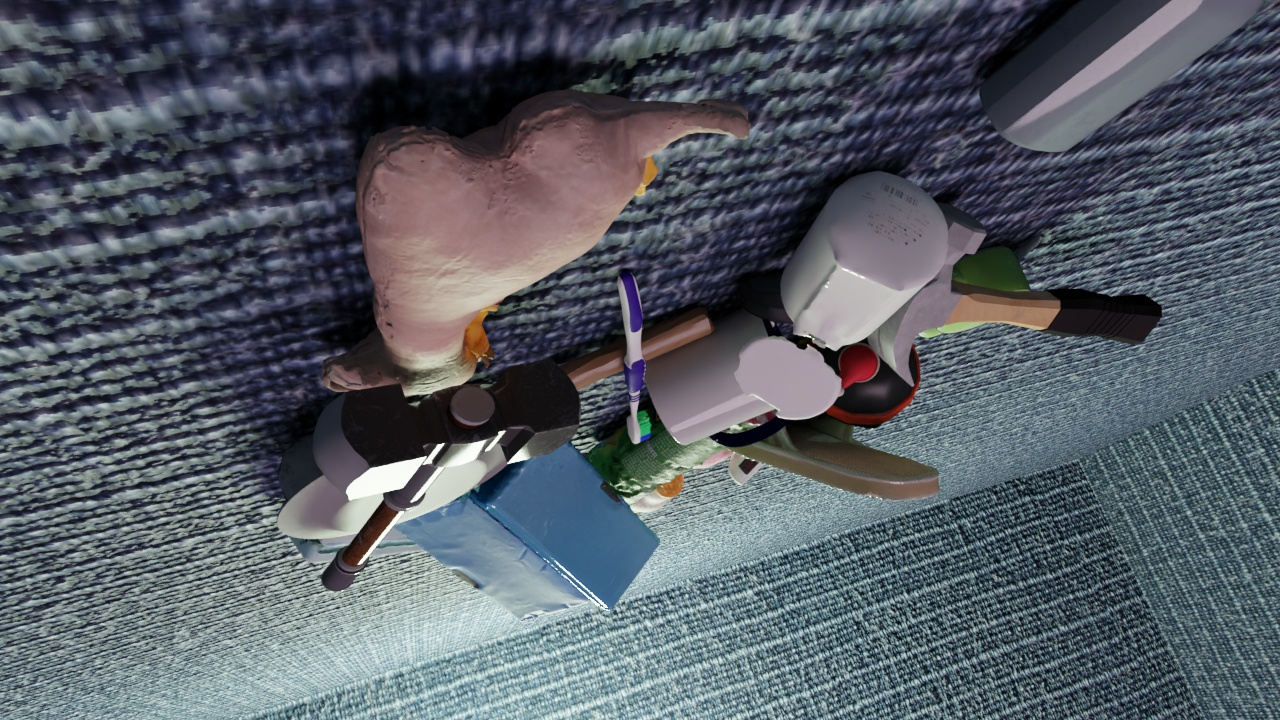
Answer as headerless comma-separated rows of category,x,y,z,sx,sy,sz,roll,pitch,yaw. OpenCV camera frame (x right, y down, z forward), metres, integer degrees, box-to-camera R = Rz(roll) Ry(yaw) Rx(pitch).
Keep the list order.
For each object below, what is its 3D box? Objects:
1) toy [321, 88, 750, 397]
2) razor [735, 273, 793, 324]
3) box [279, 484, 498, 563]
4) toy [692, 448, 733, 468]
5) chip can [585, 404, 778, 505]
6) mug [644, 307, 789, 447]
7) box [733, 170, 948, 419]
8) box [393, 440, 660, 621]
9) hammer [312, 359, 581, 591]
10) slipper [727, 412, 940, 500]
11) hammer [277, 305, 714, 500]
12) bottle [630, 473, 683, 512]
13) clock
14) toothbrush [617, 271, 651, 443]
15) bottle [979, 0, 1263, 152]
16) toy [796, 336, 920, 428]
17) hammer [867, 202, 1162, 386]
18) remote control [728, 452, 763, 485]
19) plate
toy,-0.070,-0.039,0.454,0.196,0.065,0.265,-9,161,-14
razor,0.125,-0.042,0.670,0.142,0.047,0.052,-1,130,-37
box,-0.204,0.123,0.816,0.198,0.086,0.096,4,121,-52
toy,0.069,0.084,0.953,0.093,0.050,0.102,-22,171,2
chip can,0.031,0.069,0.843,0.075,0.075,0.224,-4,157,-38
mug,0.070,0.022,0.701,0.097,0.078,0.112,-24,124,16
box,0.121,-0.035,0.585,0.084,0.118,0.160,22,158,-1
box,-0.089,0.165,0.827,0.173,0.066,0.232,-36,136,1
hammer,-0.167,0.101,0.602,0.155,0.043,0.323,-10,157,-37
slipper,0.155,0.065,0.823,0.114,0.052,0.263,-4,-167,-31
hammer,-0.101,0.034,0.668,0.328,0.052,0.098,-24,161,6
bottle,0.007,0.131,0.981,0.063,0.063,0.109,-9,175,-26
clock,0.272,-0.056,0.766,0.119,0.042,0.094,-18,161,-1
toothbrush,-0.004,0.004,0.634,0.016,0.015,0.187,-22,144,-15
bottle,0.243,-0.163,0.427,0.072,0.046,0.162,-5,157,-36
toy,0.183,0.003,0.755,0.097,0.099,0.119,-17,163,0
hammer,0.307,-0.040,0.719,0.327,0.039,0.131,2,126,-34
remote control,0.123,0.092,0.979,0.060,0.025,0.138,-47,179,11
plate,-0.165,0.092,0.654,0.178,0.012,0.179,-23,161,-8
